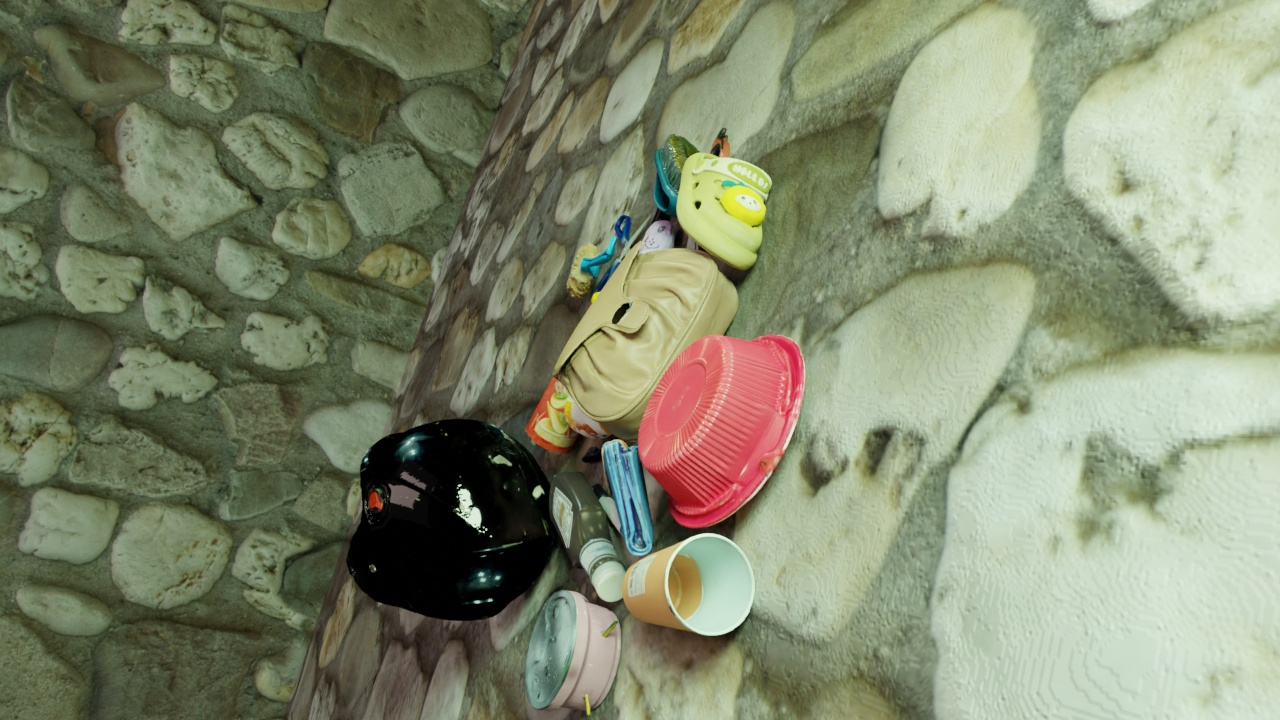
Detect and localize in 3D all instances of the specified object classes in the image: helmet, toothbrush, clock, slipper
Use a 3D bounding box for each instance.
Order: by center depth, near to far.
[{"bbox_3d":[-0.075,0.298,0.945,0.159,0.059,0.117,-6,65,65],"label":"clock"},{"bbox_3d":[0.089,-0.174,0.951,0.082,0.091,0.190,-52,23,32],"label":"slipper"},{"bbox_3d":[-0.024,0.092,1.078,0.190,0.014,0.017,-35,27,54],"label":"toothbrush"},{"bbox_3d":[-0.225,0.185,1.155,0.231,0.233,0.274,-37,74,30],"label":"helmet"}]

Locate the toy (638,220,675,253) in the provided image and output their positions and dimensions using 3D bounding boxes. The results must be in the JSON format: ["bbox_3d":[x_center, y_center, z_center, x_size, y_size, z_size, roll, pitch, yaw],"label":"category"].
[{"bbox_3d":[0.014,-0.125,1.148,0.084,0.039,0.108,-7,64,59],"label":"toy"}]

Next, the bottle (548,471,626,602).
[{"bbox_3d":[-0.057,0.194,1.006,0.195,0.044,0.080,-132,45,-61],"label":"bottle"}]

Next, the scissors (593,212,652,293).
[{"bbox_3d":[-0.026,-0.152,1.308,0.163,0.012,0.172,-60,23,21],"label":"scissors"}]

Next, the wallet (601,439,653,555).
[{"bbox_3d":[-0.010,0.126,0.868,0.133,0.040,0.106,82,175,-84],"label":"wallet"}]

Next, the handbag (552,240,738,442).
[{"bbox_3d":[-0.001,-0.028,0.936,0.148,0.100,0.204,24,78,42],"label":"handbag"}]

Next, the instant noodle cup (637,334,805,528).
[{"bbox_3d":[0.058,0.049,0.813,0.194,0.066,0.193,-49,23,29],"label":"instant noodle cup"}]

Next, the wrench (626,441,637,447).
[{"bbox_3d":[0.038,0.100,0.915,0.274,0.016,0.056,-4,67,67],"label":"wrench"}]

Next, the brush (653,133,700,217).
[{"bbox_3d":[0.043,-0.213,1.094,0.074,0.055,0.143,-55,26,29],"label":"brush"}]

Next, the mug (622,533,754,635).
[{"bbox_3d":[0.032,0.190,0.770,0.123,0.078,0.078,146,140,-62],"label":"mug"}]

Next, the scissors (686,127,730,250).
[{"bbox_3d":[0.071,-0.184,1.099,0.216,0.015,0.195,-65,22,10],"label":"scissors"}]

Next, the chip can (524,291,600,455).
[{"bbox_3d":[-0.074,0.019,1.186,0.217,0.073,0.073,-62,22,22],"label":"chip can"}]

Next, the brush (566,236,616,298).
[{"bbox_3d":[-0.064,-0.139,1.294,0.255,0.046,0.083,167,124,-75],"label":"brush"}]

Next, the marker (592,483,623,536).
[{"bbox_3d":[-0.031,0.165,1.014,0.018,0.022,0.131,-31,18,-10],"label":"marker"}]

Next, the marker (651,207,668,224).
[{"bbox_3d":[0.020,-0.165,1.201,0.022,0.020,0.132,17,85,40],"label":"marker"}]

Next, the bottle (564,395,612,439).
[{"bbox_3d":[-0.049,0.063,1.093,0.108,0.063,0.063,10,79,69],"label":"bottle"}]
